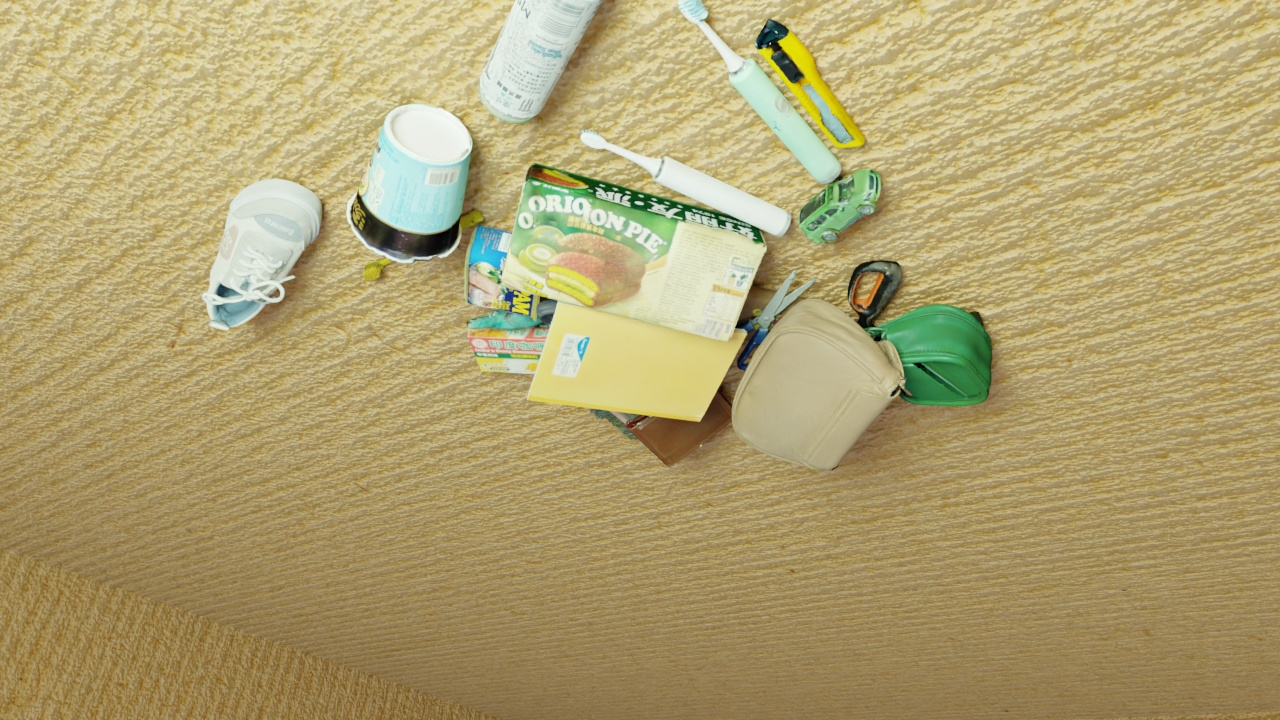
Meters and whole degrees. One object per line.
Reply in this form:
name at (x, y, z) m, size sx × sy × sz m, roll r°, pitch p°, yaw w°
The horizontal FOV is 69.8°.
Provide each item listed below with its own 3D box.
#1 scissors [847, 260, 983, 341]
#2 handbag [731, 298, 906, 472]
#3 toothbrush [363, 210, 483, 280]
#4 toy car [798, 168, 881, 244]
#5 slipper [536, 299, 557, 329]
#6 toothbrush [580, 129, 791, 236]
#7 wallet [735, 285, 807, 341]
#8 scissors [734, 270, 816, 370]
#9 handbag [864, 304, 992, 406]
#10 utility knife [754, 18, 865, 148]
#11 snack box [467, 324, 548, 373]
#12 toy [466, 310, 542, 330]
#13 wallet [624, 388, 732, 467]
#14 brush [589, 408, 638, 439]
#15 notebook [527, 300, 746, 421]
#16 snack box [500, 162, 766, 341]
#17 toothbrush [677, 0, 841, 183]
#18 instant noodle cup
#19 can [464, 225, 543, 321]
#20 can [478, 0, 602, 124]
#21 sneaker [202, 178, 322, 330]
scissors at (0.266, -0.037, 1.030) m, size 0.235 × 0.021 × 0.221 m, roll -3°, pitch 145°, yaw 15°
handbag at (0.189, 0.028, 0.999) m, size 0.148 × 0.099 × 0.205 m, roll 33°, pitch 141°, yaw 7°
toothbrush at (-0.243, -0.124, 1.007) m, size 0.191 × 0.016 × 0.015 m, roll -18°, pitch 140°, yaw 34°
toy car at (0.187, -0.146, 0.859) m, size 0.036 × 0.043 × 0.091 m, roll 27°, pitch 142°, yaw -26°
slipper at (-0.015, -0.002, 1.042) m, size 0.111 × 0.083 × 0.268 m, roll -8°, pitch 159°, yaw 28°
toothbrush at (0.044, -0.169, 0.868) m, size 0.221 × 0.026 × 0.027 m, roll 20°, pitch 120°, yaw -19°
wallet at (0.120, -0.052, 1.031) m, size 0.115 × 0.033 × 0.090 m, roll 11°, pitch 146°, yaw -11°
scissors at (0.140, -0.038, 1.013) m, size 0.171 × 0.012 × 0.140 m, roll -20°, pitch 138°, yaw 26°
handbag at (0.316, -0.003, 1.005) m, size 0.120 × 0.067 × 0.131 m, roll -6°, pitch 152°, yaw 37°
utility knife at (0.144, -0.226, 0.769) m, size 0.033 × 0.015 × 0.153 m, roll -17°, pitch 140°, yaw 37°
snack box at (-0.130, -0.014, 1.143) m, size 0.156 × 0.027 × 0.077 m, roll 3°, pitch 146°, yaw 8°
toy at (-0.152, -0.049, 1.075) m, size 0.092 × 0.030 × 0.096 m, roll -11°, pitch 179°, yaw 43°
wallet at (0.054, 0.075, 1.188) m, size 0.124 × 0.032 × 0.101 m, roll -37°, pitch 133°, yaw 6°
brush at (-0.007, 0.061, 1.202) m, size 0.073 × 0.063 × 0.145 m, roll -17°, pitch 141°, yaw 28°
notebook at (-0.006, 0.006, 0.985) m, size 0.206 × 0.010 × 0.146 m, roll 8°, pitch 133°, yaw -17°
snack box at (-0.008, -0.105, 0.906) m, size 0.240 × 0.063 × 0.115 m, roll 13°, pitch 119°, yaw -8°
toothbrush at (0.103, -0.224, 0.772) m, size 0.027 × 0.026 × 0.224 m, roll 4°, pitch 154°, yaw 48°
instant noodle cup at (-0.210, -0.171, 0.859) m, size 0.111 × 0.111 × 0.121 m, roll 17°, pitch 138°, yaw -14°
can at (-0.144, -0.095, 0.996) m, size 0.083 × 0.057 × 0.102 m, roll 12°, pitch 147°, yaw -4°
can at (-0.081, -0.256, 0.731) m, size 0.058 × 0.058 × 0.147 m, roll 20°, pitch 145°, yaw -19°
sneaker at (-0.425, -0.107, 1.005) m, size 0.089 × 0.090 × 0.243 m, roll 26°, pitch 143°, yaw -27°
